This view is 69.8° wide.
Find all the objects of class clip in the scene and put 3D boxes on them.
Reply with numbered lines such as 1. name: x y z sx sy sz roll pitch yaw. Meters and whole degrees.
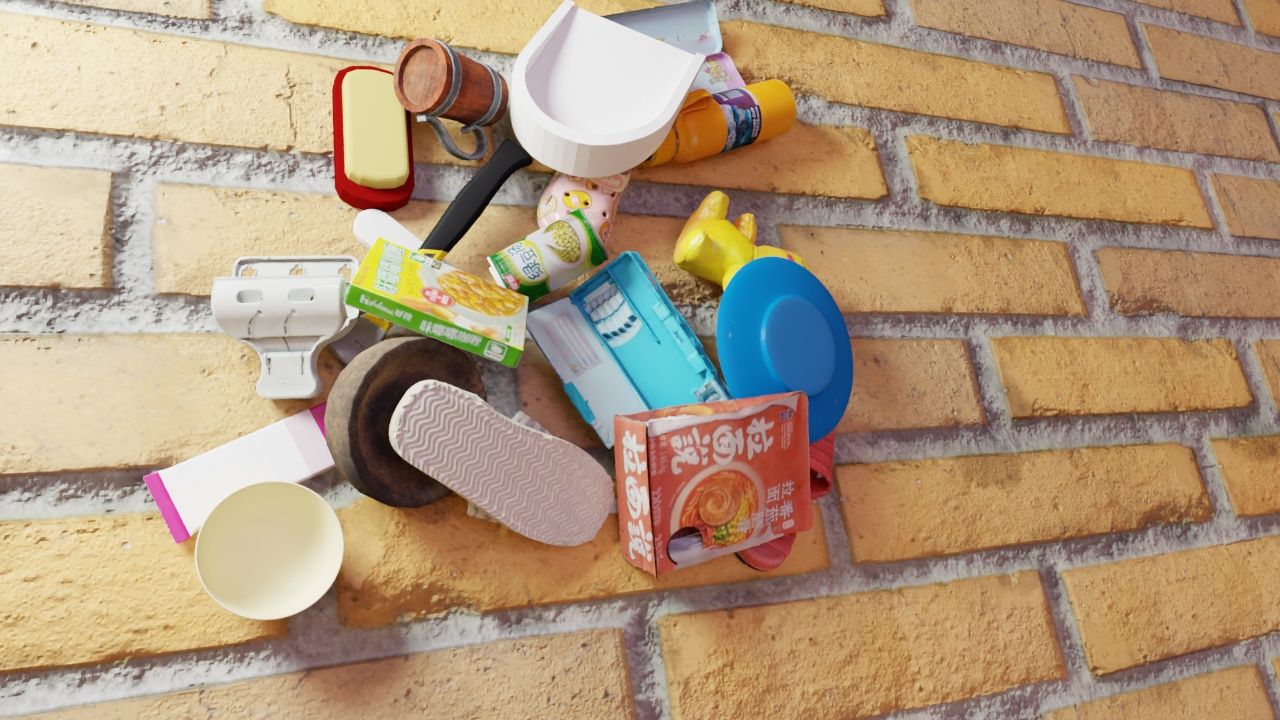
1. clip: -0.338 -0.037 0.870 0.126 0.105 0.151 -1 70 1

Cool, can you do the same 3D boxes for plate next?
1. plate: 0.180 -0.015 1.064 0.224 0.024 0.224 10 74 -36

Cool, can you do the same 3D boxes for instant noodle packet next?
1. instant noodle packet: 0.089 0.125 0.983 0.220 0.084 0.164 -7 99 -25

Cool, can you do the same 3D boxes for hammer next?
1. hammer: -0.219 -0.120 0.984 0.127 0.029 0.322 35 66 -8

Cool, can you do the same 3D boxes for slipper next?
1. slipper: -0.132 0.103 0.900 0.272 0.054 0.114 34 70 -40
2. slipper: -0.056 -0.215 1.087 0.093 0.082 0.196 25 60 -13
3. slipper: 0.176 0.125 1.075 0.103 0.059 0.248 27 63 -13

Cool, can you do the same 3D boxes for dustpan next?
1. dustpan: -0.046 -0.328 1.075 0.191 0.053 0.257 23 59 2

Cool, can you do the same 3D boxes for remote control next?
1. remote control: -0.251 -0.113 0.995 0.136 0.013 0.043 38 59 -7

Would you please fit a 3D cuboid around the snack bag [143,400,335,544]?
1. snack bag: -0.351 0.097 0.864 0.196 0.016 0.070 -27 81 -31

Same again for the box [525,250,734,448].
1. box: -0.010 0.011 1.026 0.168 0.087 0.227 -33 86 -14

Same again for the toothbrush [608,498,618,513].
1. toothbrush: 0.051 0.148 1.011 0.186 0.012 0.017 -6 88 -13

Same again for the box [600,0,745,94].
1. box: 0.035 -0.398 1.225 0.213 0.041 0.151 -21 93 -30

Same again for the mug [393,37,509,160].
1. mug: -0.209 -0.289 1.032 0.111 0.082 0.117 -2 96 -59

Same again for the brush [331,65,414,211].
1. brush: -0.294 -0.250 1.011 0.082 0.042 0.173 1 70 -25

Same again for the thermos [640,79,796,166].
1. thermos: 0.095 -0.315 1.193 0.232 0.076 0.091 -22 121 -30

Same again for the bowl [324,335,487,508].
1. bowl: -0.229 0.056 0.874 0.161 0.070 0.162 -9 102 -50

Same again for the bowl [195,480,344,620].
1. bowl: -0.328 0.172 0.811 0.118 0.074 0.117 9 67 -22

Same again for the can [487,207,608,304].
1. can: -0.102 -0.110 1.007 0.121 0.067 0.067 -30 84 -5

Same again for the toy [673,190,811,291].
1. toy: 0.125 -0.106 1.124 0.193 0.088 0.134 32 47 -21

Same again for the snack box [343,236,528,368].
1. snack box: -0.192 -0.059 0.900 0.168 0.027 0.131 21 23 -14
